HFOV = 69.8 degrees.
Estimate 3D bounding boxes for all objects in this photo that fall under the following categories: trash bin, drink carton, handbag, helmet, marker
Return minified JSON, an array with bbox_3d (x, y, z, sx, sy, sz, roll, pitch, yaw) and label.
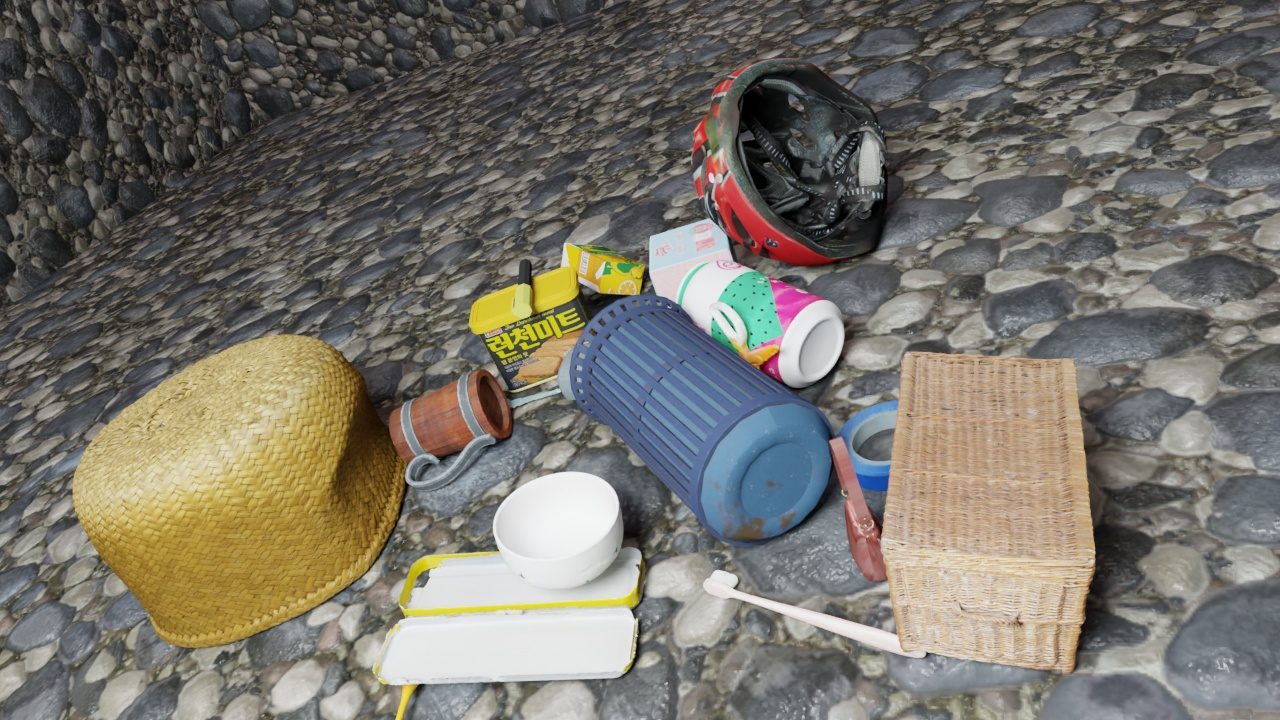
[{"bbox_3d":[0.050,0.047,0.797,0.139,0.139,0.249,-32,33,-13],"label":"trash bin"},{"bbox_3d":[-0.049,-0.118,1.186,0.058,0.041,0.122,1,17,-32],"label":"drink carton"},{"bbox_3d":[0.154,0.100,0.657,0.029,0.120,0.055,-21,31,5],"label":"handbag"},{"bbox_3d":[0.161,-0.214,1.022,0.167,0.271,0.217,-9,72,49],"label":"helmet"},{"bbox_3d":[-0.132,-0.083,1.034,0.021,0.017,0.123,-20,30,6],"label":"marker"}]

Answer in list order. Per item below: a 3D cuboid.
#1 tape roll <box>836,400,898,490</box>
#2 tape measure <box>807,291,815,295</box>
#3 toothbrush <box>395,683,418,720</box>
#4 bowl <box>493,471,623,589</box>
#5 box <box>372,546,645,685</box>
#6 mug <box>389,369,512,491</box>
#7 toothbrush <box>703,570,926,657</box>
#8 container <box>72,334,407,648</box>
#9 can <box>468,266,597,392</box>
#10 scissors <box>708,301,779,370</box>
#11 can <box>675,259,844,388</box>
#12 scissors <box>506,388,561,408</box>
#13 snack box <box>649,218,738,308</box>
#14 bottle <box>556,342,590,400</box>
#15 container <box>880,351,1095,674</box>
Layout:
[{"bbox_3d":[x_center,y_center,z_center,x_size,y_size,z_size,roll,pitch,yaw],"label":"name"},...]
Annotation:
[{"bbox_3d":[0.209,0.070,0.767,0.093,0.016,0.091,-24,31,0],"label":"tape roll"},{"bbox_3d":[0.159,-0.052,0.970,0.058,0.036,0.066,-38,33,-23],"label":"tape measure"},{"bbox_3d":[-0.183,0.249,0.747,0.031,0.031,0.196,-11,34,12],"label":"toothbrush"},{"bbox_3d":[-0.064,0.144,0.747,0.105,0.054,0.104,-8,31,5],"label":"bowl"},{"bbox_3d":[-0.102,0.204,0.738,0.210,0.023,0.126,-5,37,10],"label":"box"},{"bbox_3d":[-0.205,0.079,0.990,0.111,0.081,0.117,-21,50,12],"label":"mug"},{"bbox_3d":[0.120,0.181,0.660,0.181,0.016,0.018,8,37,42],"label":"toothbrush"},{"bbox_3d":[-0.416,0.116,0.954,0.307,0.197,0.306,-19,30,11],"label":"container"},{"bbox_3d":[-0.117,-0.034,1.068,0.131,0.101,0.072,-20,31,7],"label":"can"},{"bbox_3d":[0.099,0.000,0.867,0.011,0.128,0.126,-34,0,-25],"label":"scissors"},{"bbox_3d":[0.116,-0.040,0.911,0.088,0.088,0.166,-38,42,-22],"label":"can"},{"bbox_3d":[-0.151,0.050,1.049,0.137,0.015,0.056,-19,28,16],"label":"scissors"},{"bbox_3d":[0.066,-0.105,1.075,0.095,0.079,0.092,-15,32,10],"label":"snack box"},{"bbox_3d":[-0.006,0.006,0.985,0.161,0.046,0.072,-6,35,27],"label":"bottle"},{"bbox_3d":[0.227,0.095,0.608,0.114,0.113,0.197,2,38,20],"label":"container"}]
